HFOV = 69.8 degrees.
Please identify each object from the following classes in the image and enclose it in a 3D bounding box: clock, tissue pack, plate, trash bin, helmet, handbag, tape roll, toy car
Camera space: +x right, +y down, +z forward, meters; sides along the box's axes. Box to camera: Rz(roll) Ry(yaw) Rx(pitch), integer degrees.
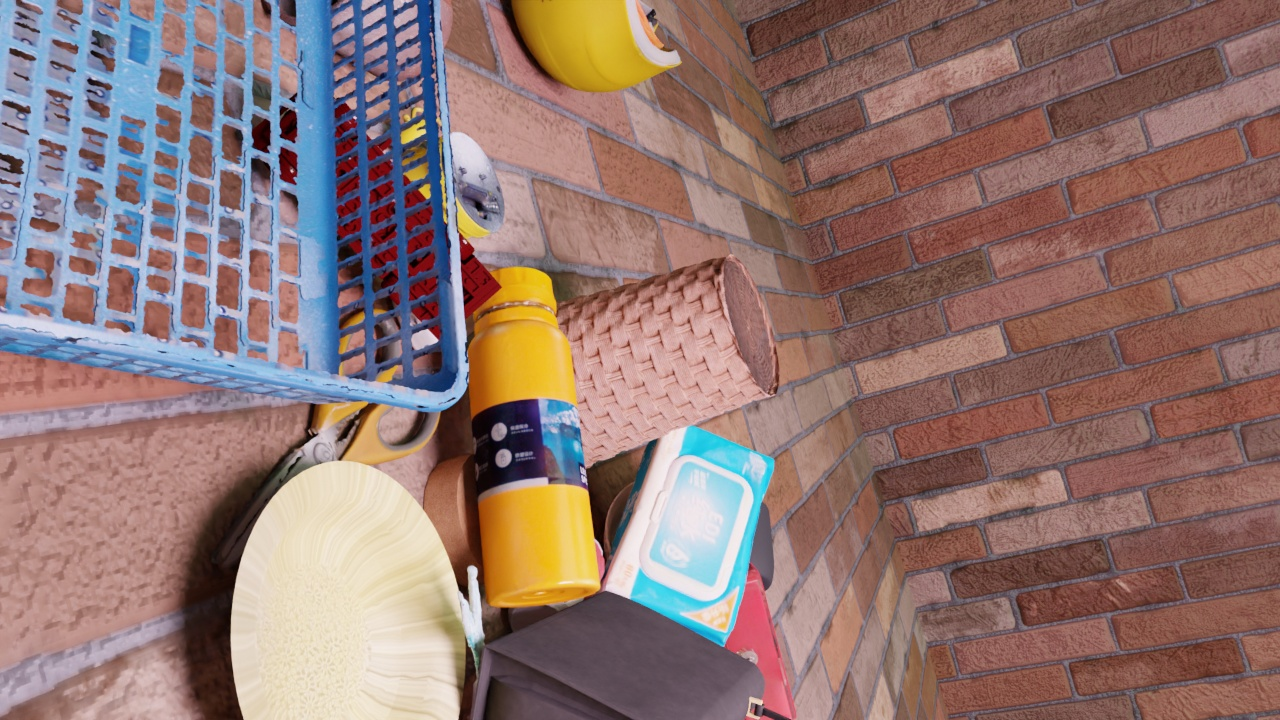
[{"bbox_3d":[-0.152,-0.145,0.722,0.083,0.057,0.118,3,71,-68],"label":"clock"},{"bbox_3d":[0.039,0.152,0.788,0.066,0.117,0.208,118,-5,-57],"label":"tissue pack"},{"bbox_3d":[-0.160,0.148,0.491,0.184,0.036,0.184,-15,90,-71],"label":"plate"},{"bbox_3d":[-0.005,0.004,0.765,0.151,0.210,0.151,50,30,-45],"label":"trash bin"},{"bbox_3d":[-0.073,-0.405,1.031,0.209,0.140,0.239,37,28,-58],"label":"helmet"},{"bbox_3d":[0.024,0.219,0.577,0.175,0.196,0.072,8,91,-68],"label":"handbag"},{"bbox_3d":[-0.115,0.112,0.655,0.094,0.027,0.093,52,29,-45],"label":"tape roll"},{"bbox_3d":[-0.169,-0.097,0.598,0.170,0.070,0.062,50,-3,-21],"label":"toy car"}]

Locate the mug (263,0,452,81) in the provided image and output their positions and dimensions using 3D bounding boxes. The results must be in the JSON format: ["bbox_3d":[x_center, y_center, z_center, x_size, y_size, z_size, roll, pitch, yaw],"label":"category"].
[{"bbox_3d":[-0.184,-0.267,0.645,0.096,0.123,0.110,62,16,11],"label":"mug"}]

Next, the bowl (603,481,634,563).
[{"bbox_3d":[0.016,0.171,0.845,0.063,0.115,0.115,120,-30,-55],"label":"bowl"}]

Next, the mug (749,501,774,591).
[{"bbox_3d":[0.112,0.232,1.093,0.122,0.085,0.094,95,-4,-53],"label":"mug"}]

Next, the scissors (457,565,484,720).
[{"bbox_3d":[-0.096,0.185,0.578,0.101,0.016,0.179,-69,160,-63],"label":"scissors"}]

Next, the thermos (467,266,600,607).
[{"bbox_3d":[-0.081,0.052,0.649,0.092,0.076,0.232,117,-33,-64],"label":"thermos"}]

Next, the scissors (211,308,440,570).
[{"bbox_3d":[-0.188,0.040,0.543,0.114,0.016,0.228,66,23,-15],"label":"scissors"}]

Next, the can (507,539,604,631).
[{"bbox_3d":[-0.062,0.174,0.705,0.054,0.054,0.096,67,21,-16],"label":"can"}]

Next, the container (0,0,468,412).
[{"bbox_3d":[-0.220,-0.150,0.429,0.256,0.089,0.361,16,57,-46],"label":"container"}]

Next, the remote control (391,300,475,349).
[{"bbox_3d":[-0.147,-0.046,0.697,0.060,0.028,0.114,67,21,-15],"label":"remote control"}]

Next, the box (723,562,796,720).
[{"bbox_3d":[0.087,0.275,0.919,0.136,0.127,0.157,-26,99,-74],"label":"box"}]
